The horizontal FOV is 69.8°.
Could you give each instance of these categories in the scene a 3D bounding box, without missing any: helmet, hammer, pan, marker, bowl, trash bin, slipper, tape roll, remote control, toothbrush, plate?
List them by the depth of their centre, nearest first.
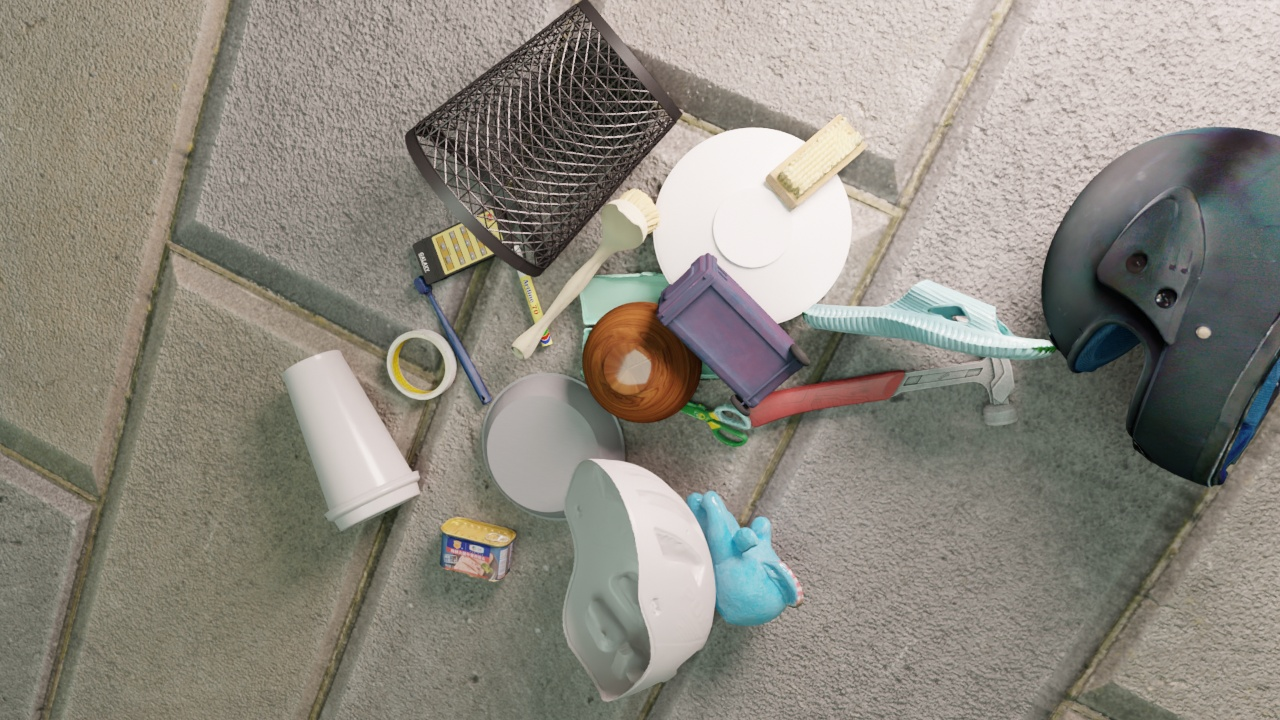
[{"bbox_3d":[0.515,-0.067,0.888,0.236,0.248,0.317,32,113,36],"label":"helmet"},{"bbox_3d":[0.305,-0.047,0.987,0.277,0.115,0.069,12,92,36],"label":"slipper"},{"bbox_3d":[0.098,-0.034,1.024,0.161,0.092,0.094,44,108,-13],"label":"trash bin"},{"bbox_3d":[-0.097,-0.255,1.028,0.243,0.216,0.217,-40,90,12],"label":"trash bin"},{"bbox_3d":[0.128,-0.152,1.051,0.229,0.030,0.229,0,96,4],"label":"plate"},{"bbox_3d":[-0.006,0.006,1.076,0.147,0.068,0.147,2,98,15],"label":"bowl"},{"bbox_3d":[-0.014,0.243,1.078,0.183,0.224,0.282,-26,114,-23],"label":"helmet"},{"bbox_3d":[0.268,0.031,1.082,0.316,0.036,0.126,-10,97,17],"label":"hammer"},{"bbox_3d":[-0.139,-0.083,1.170,0.014,0.014,0.132,-15,98,17],"label":"marker"},{"bbox_3d":[-0.227,-0.146,1.172,0.134,0.013,0.058,-21,91,22],"label":"remote control"},{"bbox_3d":[-0.069,0.176,1.198,0.201,0.050,0.356,-41,87,19],"label":"pan"},{"bbox_3d":[-0.248,-0.026,1.209,0.016,0.017,0.190,-26,95,19],"label":"toothbrush"},{"bbox_3d":[-0.292,0.005,1.227,0.094,0.019,0.094,3,103,14],"label":"tape roll"}]

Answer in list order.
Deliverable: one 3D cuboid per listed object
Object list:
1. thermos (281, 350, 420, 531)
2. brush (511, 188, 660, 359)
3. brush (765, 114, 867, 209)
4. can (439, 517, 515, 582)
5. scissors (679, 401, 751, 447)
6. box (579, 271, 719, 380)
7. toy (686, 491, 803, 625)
[{"bbox_3d":[-0.393,0.103,1.227,0.132,0.131,0.222,-27,87,18],"label":"thermos"},{"bbox_3d":[-0.073,-0.095,1.095,0.062,0.077,0.273,49,119,12],"label":"brush"},{"bbox_3d":[0.198,-0.223,1.022,0.117,0.039,0.049,-40,90,-4],"label":"brush"},{"bbox_3d":[-0.222,0.257,1.247,0.100,0.053,0.059,11,106,12],"label":"can"},{"bbox_3d":[0.078,0.062,1.134,0.131,0.014,0.071,28,138,13],"label":"scissors"},{"bbox_3d":[0.016,-0.042,1.122,0.187,0.057,0.138,1,91,15],"label":"box"},{"bbox_3d":[0.119,0.237,1.132,0.184,0.114,0.180,-18,96,56],"label":"toy"}]
